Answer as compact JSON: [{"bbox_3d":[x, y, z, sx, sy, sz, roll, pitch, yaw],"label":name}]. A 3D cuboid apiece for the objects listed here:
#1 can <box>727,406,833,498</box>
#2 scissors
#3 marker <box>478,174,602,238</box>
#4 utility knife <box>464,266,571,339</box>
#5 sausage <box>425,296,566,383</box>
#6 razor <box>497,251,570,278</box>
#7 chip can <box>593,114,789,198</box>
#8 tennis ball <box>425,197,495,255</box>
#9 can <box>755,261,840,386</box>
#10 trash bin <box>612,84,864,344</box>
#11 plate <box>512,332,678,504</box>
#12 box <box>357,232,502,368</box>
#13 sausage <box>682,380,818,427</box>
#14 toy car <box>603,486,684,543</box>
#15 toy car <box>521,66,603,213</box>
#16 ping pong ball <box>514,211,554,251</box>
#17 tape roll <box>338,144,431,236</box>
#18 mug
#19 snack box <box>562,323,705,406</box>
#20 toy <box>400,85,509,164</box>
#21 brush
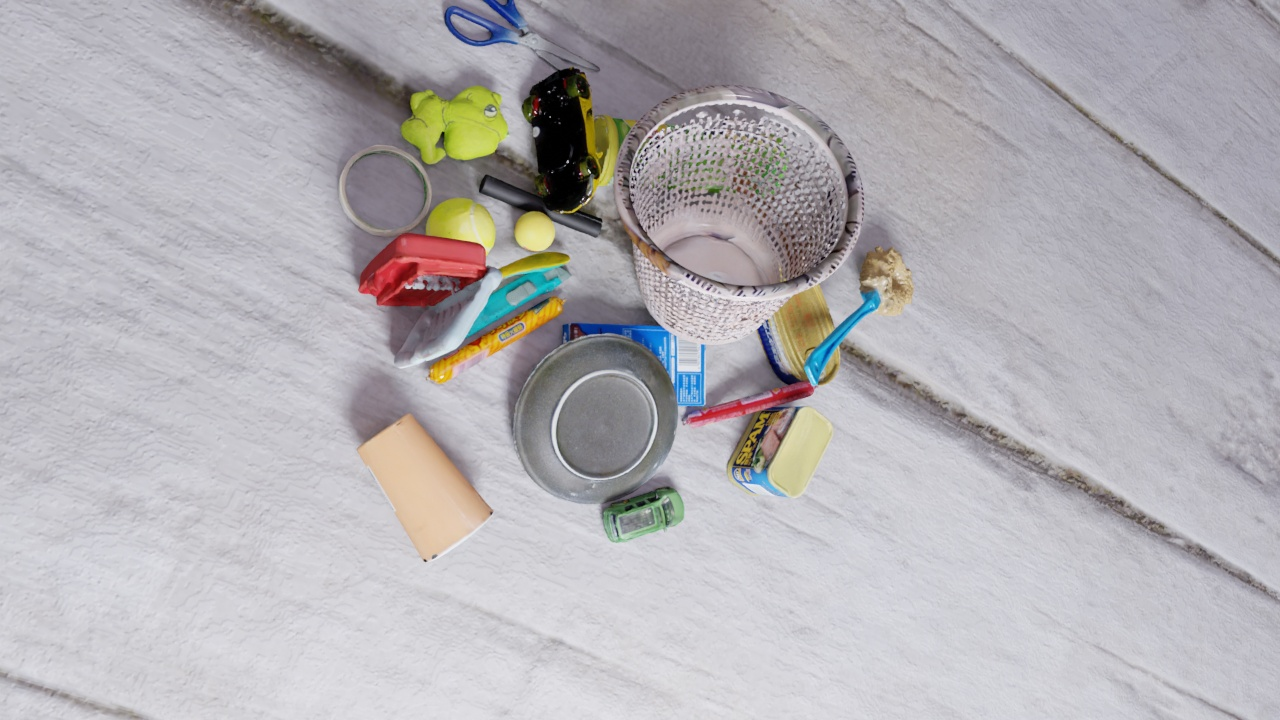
[{"bbox_3d":[0.152,0.098,0.996,0.057,0.083,0.102,35,73,-18],"label":"can"},{"bbox_3d":[-0.117,-0.343,0.948,0.170,0.012,0.141,-7,90,-26],"label":"scissors"},{"bbox_3d":[-0.100,-0.157,0.936,0.132,0.022,0.020,19,41,-22],"label":"marker"},{"bbox_3d":[-0.139,-0.056,0.915,0.164,0.013,0.029,-34,94,-23],"label":"utility knife"},{"bbox_3d":[-0.140,-0.021,0.908,0.164,0.021,0.021,-33,99,-23],"label":"sausage"},{"bbox_3d":[-0.127,-0.085,0.908,0.132,0.028,0.043,-22,63,-25],"label":"razor"},{"bbox_3d":[0.053,-0.215,0.981,0.221,0.073,0.072,0,86,-24],"label":"chip can"},{"bbox_3d":[-0.172,-0.123,0.877,0.065,0.066,0.065,2,85,-24],"label":"tennis ball"},{"bbox_3d":[0.172,-0.041,1.034,0.074,0.049,0.148,-23,96,-24],"label":"can"},{"bbox_3d":[0.080,-0.119,0.899,0.227,0.192,0.227,2,66,-5],"label":"trash bin"},{"bbox_3d":[-0.039,0.063,0.922,0.179,0.024,0.179,-5,104,-23],"label":"plate"},{"bbox_3d":[-0.186,-0.041,0.789,0.095,0.202,0.098,5,83,-25],"label":"box"},{"bbox_3d":[0.120,0.047,0.999,0.156,0.020,0.020,-15,92,-4],"label":"sausage"},{"bbox_3d":[0.006,0.161,0.954,0.091,0.036,0.043,-15,91,-28],"label":"toy car"},{"bbox_3d":[-0.076,-0.219,0.920,0.041,0.071,0.155,11,66,-56],"label":"toy car"},{"bbox_3d":[-0.106,-0.129,0.921,0.040,0.040,0.040,2,85,-24],"label":"ping pong ball"},{"bbox_3d":[-0.243,-0.162,0.876,0.085,0.014,0.085,2,85,-24],"label":"tape roll"},{"bbox_3d":[-0.202,0.114,0.845,0.078,0.078,0.123,-37,96,-22],"label":"mug"},{"bbox_3d":[-0.006,0.006,0.963,0.157,0.026,0.084,2,87,-24],"label":"snack box"},{"bbox_3d":[-0.179,-0.230,0.901,0.100,0.031,0.096,20,78,-17],"label":"toy"},{"bbox_3d":[0.244,-0.050,1.034,0.253,0.046,0.083,-43,115,-39],"label":"brush"}]
